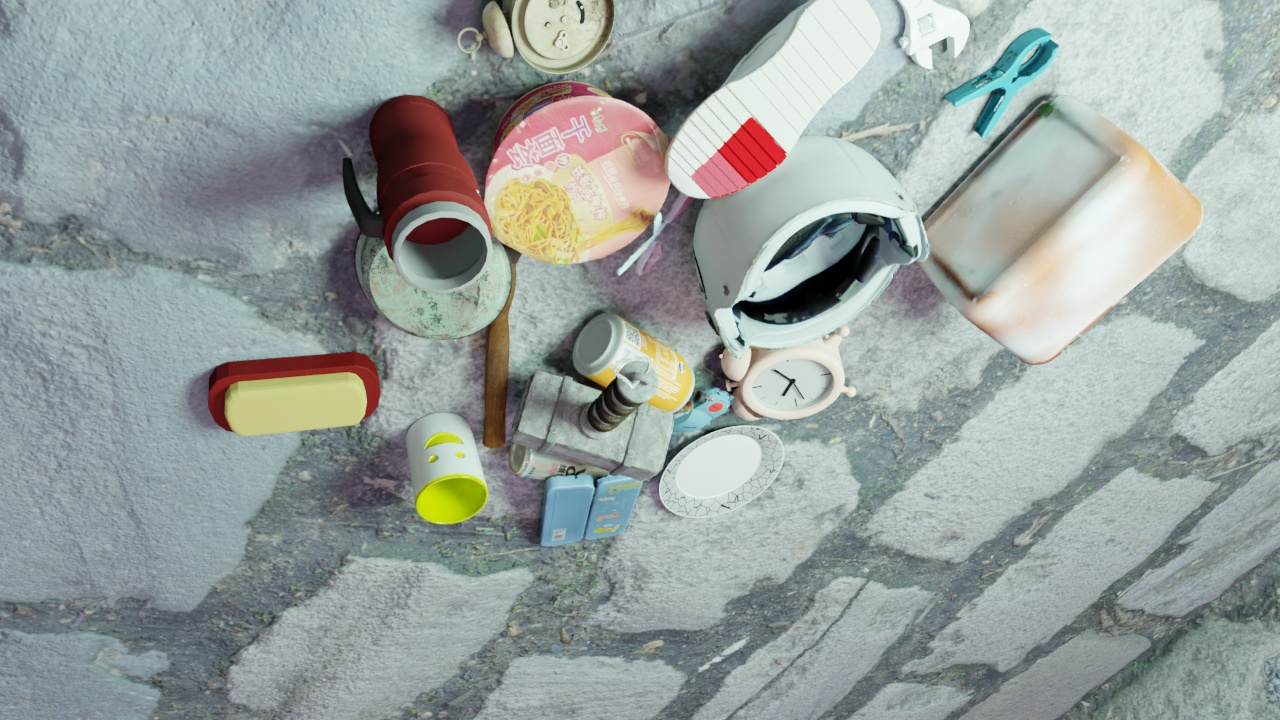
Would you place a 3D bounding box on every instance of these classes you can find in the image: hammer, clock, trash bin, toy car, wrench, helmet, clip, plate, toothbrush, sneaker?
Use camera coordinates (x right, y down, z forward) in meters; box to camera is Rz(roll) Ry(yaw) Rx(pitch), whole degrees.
[{"bbox_3d":[-0.160,-0.021,1.021,0.115,0.033,0.324,-8,134,-19],"label":"hammer"},{"bbox_3d":[-0.090,-0.293,0.781,0.140,0.054,0.093,-23,136,-12],"label":"clock"},{"bbox_3d":[0.468,-0.153,1.060,0.157,0.181,0.260,25,119,-36],"label":"trash bin"},{"bbox_3d":[0.069,0.071,1.177,0.108,0.027,0.060,-27,140,36],"label":"toy car"},{"bbox_3d":[0.238,-0.377,0.869,0.066,0.018,0.273,-40,132,15],"label":"wrench"},{"bbox_3d":[0.159,-0.128,0.961,0.237,0.163,0.264,-29,154,8],"label":"helmet"},{"bbox_3d":[0.187,0.009,1.173,0.160,0.086,0.131,-16,136,4],"label":"clock"},{"bbox_3d":[-0.029,0.049,0.960,0.177,0.079,0.327,18,162,-9],"label":"hammer"},{"bbox_3d":[0.390,-0.310,0.991,0.121,0.027,0.104,-43,135,18],"label":"clip"},{"bbox_3d":[0.114,0.155,1.309,0.188,0.016,0.189,-12,134,-13],"label":"plate"},{"bbox_3d":[0.002,0.040,1.156,0.166,0.016,0.016,5,130,-26],"label":"toothbrush"},{"bbox_3d":[0.110,-0.247,0.865,0.090,0.104,0.236,42,91,-20],"label":"sneaker"}]

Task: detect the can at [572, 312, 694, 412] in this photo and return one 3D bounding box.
[{"bbox_3d":[-0.006,0.006,1.075,0.079,0.079,0.142,-43,133,18],"label":"can"}]

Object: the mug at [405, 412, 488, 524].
[{"bbox_3d":[-0.228,0.125,1.073,0.082,0.106,0.083,-12,134,-13],"label":"mug"}]

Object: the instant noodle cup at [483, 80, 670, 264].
[{"bbox_3d":[-0.066,-0.186,0.874,0.178,0.077,0.179,-12,136,-12],"label":"instant noodle cup"}]

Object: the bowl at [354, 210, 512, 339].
[{"bbox_3d":[-0.206,-0.081,0.899,0.157,0.038,0.158,1,121,2],"label":"bowl"}]

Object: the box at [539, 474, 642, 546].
[{"bbox_3d":[-0.068,0.200,1.221,0.125,0.020,0.209,-2,150,-11],"label":"box"}]

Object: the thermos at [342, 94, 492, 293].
[{"bbox_3d":[-0.192,-0.145,0.771,0.108,0.198,0.084,-2,131,-21],"label":"thermos"}]

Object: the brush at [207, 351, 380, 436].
[{"bbox_3d":[-0.367,0.040,0.981,0.173,0.041,0.082,-5,132,-19],"label":"brush"}]

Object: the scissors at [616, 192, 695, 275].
[{"bbox_3d":[0.020,-0.130,0.949,0.170,0.014,0.174,-52,176,-31],"label":"scissors"}]

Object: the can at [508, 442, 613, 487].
[{"bbox_3d":[-0.097,0.130,1.170,0.135,0.054,0.054,14,124,-32],"label":"can"}]
